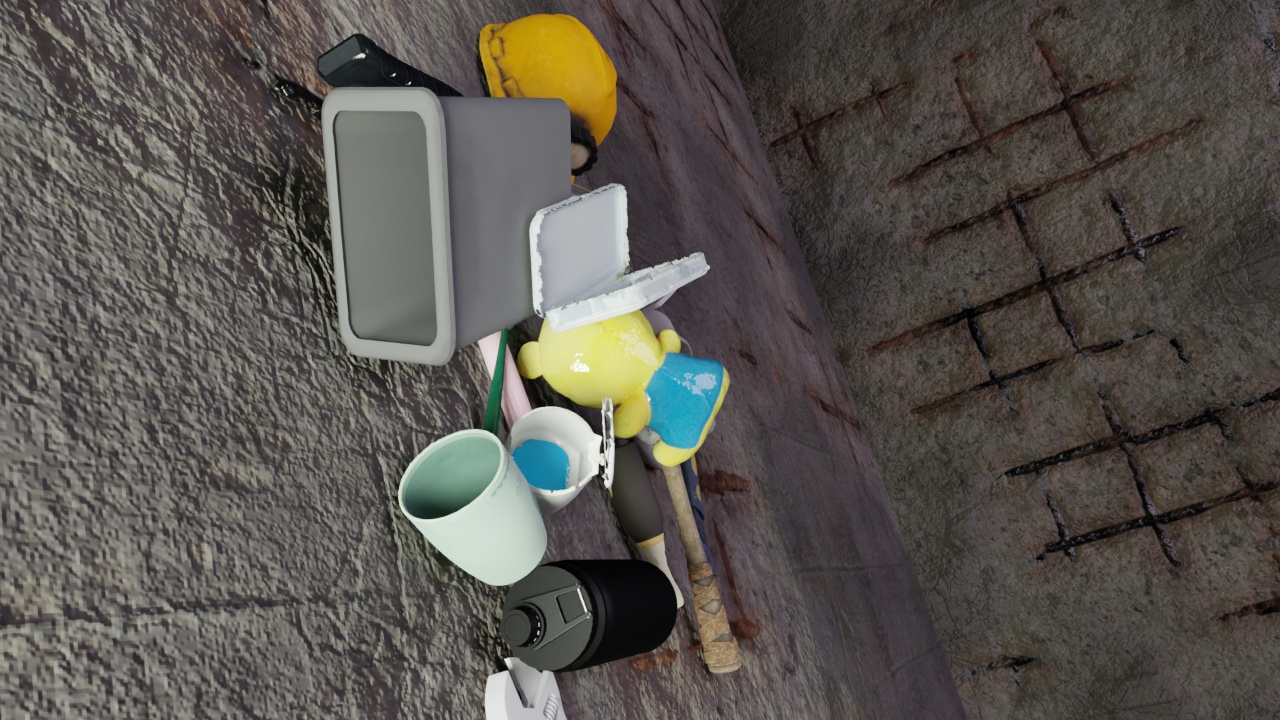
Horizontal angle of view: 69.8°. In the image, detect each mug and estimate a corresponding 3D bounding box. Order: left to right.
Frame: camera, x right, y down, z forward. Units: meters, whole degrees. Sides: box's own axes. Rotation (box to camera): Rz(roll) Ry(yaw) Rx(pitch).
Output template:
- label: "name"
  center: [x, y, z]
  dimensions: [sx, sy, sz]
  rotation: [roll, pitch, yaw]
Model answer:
- label: "mug"
  center: [-0.125, 0.108, 0.699]
  dimensions: [0.111, 0.084, 0.104]
  rotation: [47, -12, 48]

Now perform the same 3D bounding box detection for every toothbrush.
- label: "toothbrush"
  center: [-0.125, 0.027, 0.815]
  dimensions: [0.016, 0.017, 0.189]
  rotation: [29, 50, -36]
- label: "toothbrush"
  center: [-0.131, 0.001, 0.859]
  dimensions: [0.026, 0.027, 0.222]
  rotation: [-12, 79, -53]

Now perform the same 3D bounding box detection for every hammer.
- label: "hammer"
  center: [-0.169, -0.229, 0.851]
  dimensions: [0.025, 0.118, 0.332]
  rotation: [68, 17, 9]
- label: "hammer"
  center: [0.056, 0.203, 1.049]
  dimensions: [0.048, 0.122, 0.319]
  rotation: [-25, 100, -70]

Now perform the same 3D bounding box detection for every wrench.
- label: "wrench"
  center: [-0.045, 0.347, 0.729]
  dimensions: [0.273, 0.018, 0.086]
  rotation: [63, 20, -17]
- label: "wrench"
  center: [0.067, 0.167, 1.206]
  dimensions: [0.073, 0.022, 0.272]
  rotation: [44, 30, -49]

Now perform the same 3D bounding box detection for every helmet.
- label: "helmet"
  center: [-0.097, -0.352, 1.177]
  dimensions: [0.205, 0.131, 0.255]
  rotation: [41, 31, -50]

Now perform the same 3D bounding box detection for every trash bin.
- label: "trash bin"
  center: [-0.140, -0.118, 0.737]
  dimensions: [0.219, 0.098, 0.192]
  rotation: [-36, 129, -65]

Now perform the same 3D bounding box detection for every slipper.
- label: "slipper"
  center: [0.034, 0.020, 1.192]
  dimensions: [0.113, 0.081, 0.265]
  rotation: [50, 26, -34]

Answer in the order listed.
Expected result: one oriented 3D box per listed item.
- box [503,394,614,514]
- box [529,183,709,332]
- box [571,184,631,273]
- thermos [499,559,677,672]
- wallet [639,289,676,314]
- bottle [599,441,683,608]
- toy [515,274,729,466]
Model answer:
- label: "box"
  center: [-0.067, 0.075, 0.747]
  dimensions: [0.166, 0.092, 0.083]
  rotation: [123, -24, -69]
- label: "box"
  center: [-0.029, -0.108, 0.822]
  dimensions: [0.127, 0.106, 0.214]
  rotation: [69, 23, -6]
- label: "box"
  center: [-0.077, -0.162, 1.142]
  dimensions: [0.209, 0.057, 0.117]
  rotation: [2, 69, -70]
- label: "thermos"
  center: [-0.043, 0.209, 0.763]
  dimensions: [0.198, 0.086, 0.086]
  rotation: [28, 44, -65]
- label: "wallet"
  center: [0.007, -0.083, 1.179]
  dimensions: [0.037, 0.115, 0.118]
  rotation: [64, 20, -9]
- label: "bottle"
  center: [0.006, 0.181, 0.994]
  dimensions: [0.184, 0.045, 0.045]
  rotation: [69, 20, 4]
- label: "toy"
  center: [-0.006, 0.005, 0.938]
  dimensions: [0.214, 0.084, 0.148]
  rotation: [36, 58, -14]
